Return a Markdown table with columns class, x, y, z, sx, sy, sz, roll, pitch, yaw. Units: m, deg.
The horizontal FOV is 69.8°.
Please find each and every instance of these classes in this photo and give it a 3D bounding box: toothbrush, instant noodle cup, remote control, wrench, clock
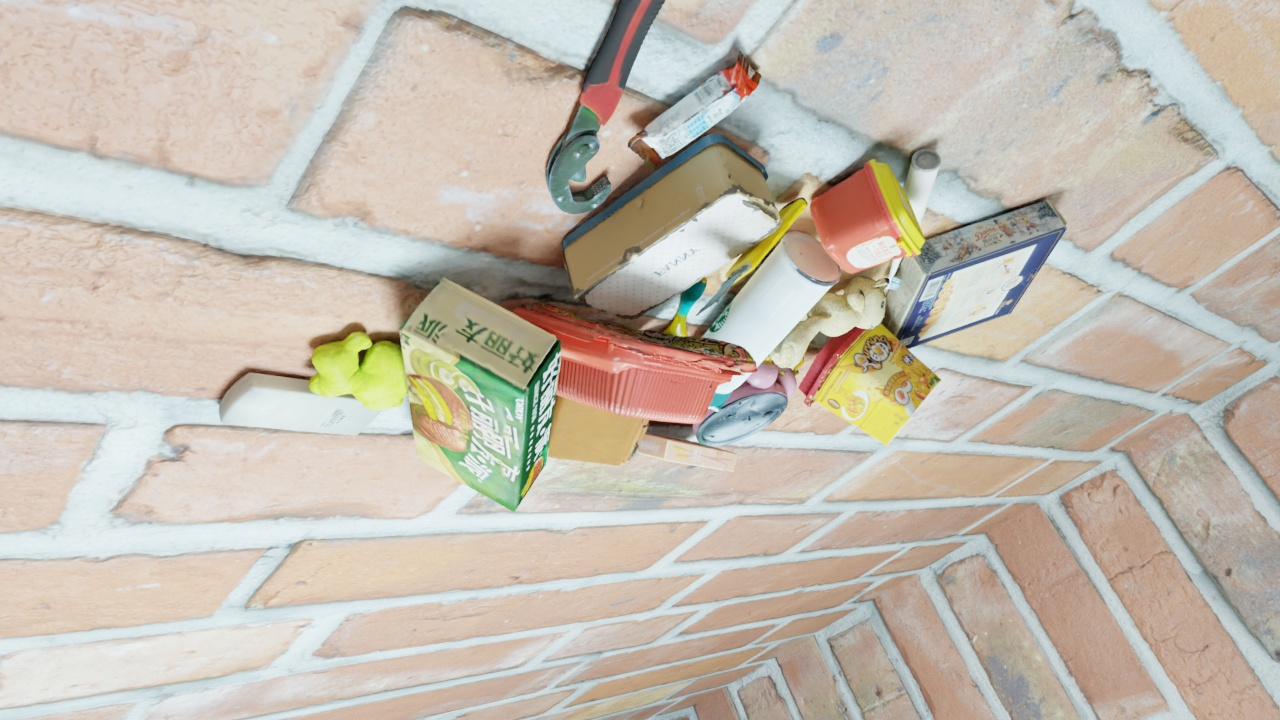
| class | x | y | z | sx | sy | sz | roll | pitch | yaw |
| --- | --- | --- | --- | --- | --- | --- | --- | --- | --- |
| toothbrush | 0.270 | -0.132 | 0.934 | 0.026 | 0.026 | 0.221 | 13 | 154 | 12 |
| instant noodle cup | -0.011 | 0.004 | 0.808 | 0.188 | 0.165 | 0.079 | 11 | 94 | -46 |
| instant noodle cup | 0.269 | 0.024 | 1.071 | 0.116 | 0.123 | 0.116 | -41 | 163 | -31 |
| remote control | -0.290 | 0.039 | 0.795 | 0.056 | 0.019 | 0.135 | -40 | 149 | 28 |
| wrench | -0.014 | -0.195 | 0.609 | 0.056 | 0.016 | 0.274 | -10 | 150 | -28 |
| clock | 0.125 | 0.037 | 1.084 | 0.159 | 0.059 | 0.117 | -34 | 150 | 22 |

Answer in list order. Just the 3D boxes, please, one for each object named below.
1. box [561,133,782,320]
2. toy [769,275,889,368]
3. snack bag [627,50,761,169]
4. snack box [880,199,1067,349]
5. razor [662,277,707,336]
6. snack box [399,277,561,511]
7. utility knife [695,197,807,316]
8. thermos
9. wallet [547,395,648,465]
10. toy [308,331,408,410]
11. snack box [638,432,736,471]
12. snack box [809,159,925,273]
| class | x | y | z | sx | sy | sz | roll | pitch | yaw |
| --- | --- | --- | --- | --- | --- | --- | --- | --- | --- |
| box | 0.028 | -0.104 | 0.734 | 0.185 | 0.060 | 0.089 | -32 | 151 | 26 |
| toy | 0.202 | -0.041 | 0.979 | 0.157 | 0.066 | 0.105 | -31 | 177 | -24 |
| snack bag | 0.040 | -0.180 | 0.667 | 0.104 | 0.026 | 0.048 | -33 | 156 | 18 |
| snack box | 0.378 | -0.091 | 1.073 | 0.182 | 0.045 | 0.178 | -19 | 152 | -11 |
| razor | 0.045 | -0.047 | 0.902 | 0.043 | 0.028 | 0.133 | 12 | 148 | -5 |
| snack box | -0.138 | 0.038 | 0.801 | 0.063 | 0.114 | 0.241 | -58 | 172 | -32 |
| utility knife | 0.094 | -0.087 | 0.754 | 0.033 | 0.015 | 0.216 | -31 | -169 | 41 |
| thermos | 0.108 | -0.033 | 0.938 | 0.073 | 0.073 | 0.225 | -2 | 144 | -37 |
| wallet | -0.046 | 0.071 | 1.006 | 0.107 | 0.031 | 0.132 | 8 | 144 | -10 |
| toy | -0.229 | 0.010 | 0.778 | 0.100 | 0.031 | 0.097 | -9 | 139 | -31 |
| snack box | 0.043 | 0.109 | 1.126 | 0.085 | 0.026 | 0.157 | 11 | 177 | 38 |
| snack box | 0.207 | -0.126 | 0.843 | 0.080 | 0.082 | 0.091 | -25 | 154 | 23 |
